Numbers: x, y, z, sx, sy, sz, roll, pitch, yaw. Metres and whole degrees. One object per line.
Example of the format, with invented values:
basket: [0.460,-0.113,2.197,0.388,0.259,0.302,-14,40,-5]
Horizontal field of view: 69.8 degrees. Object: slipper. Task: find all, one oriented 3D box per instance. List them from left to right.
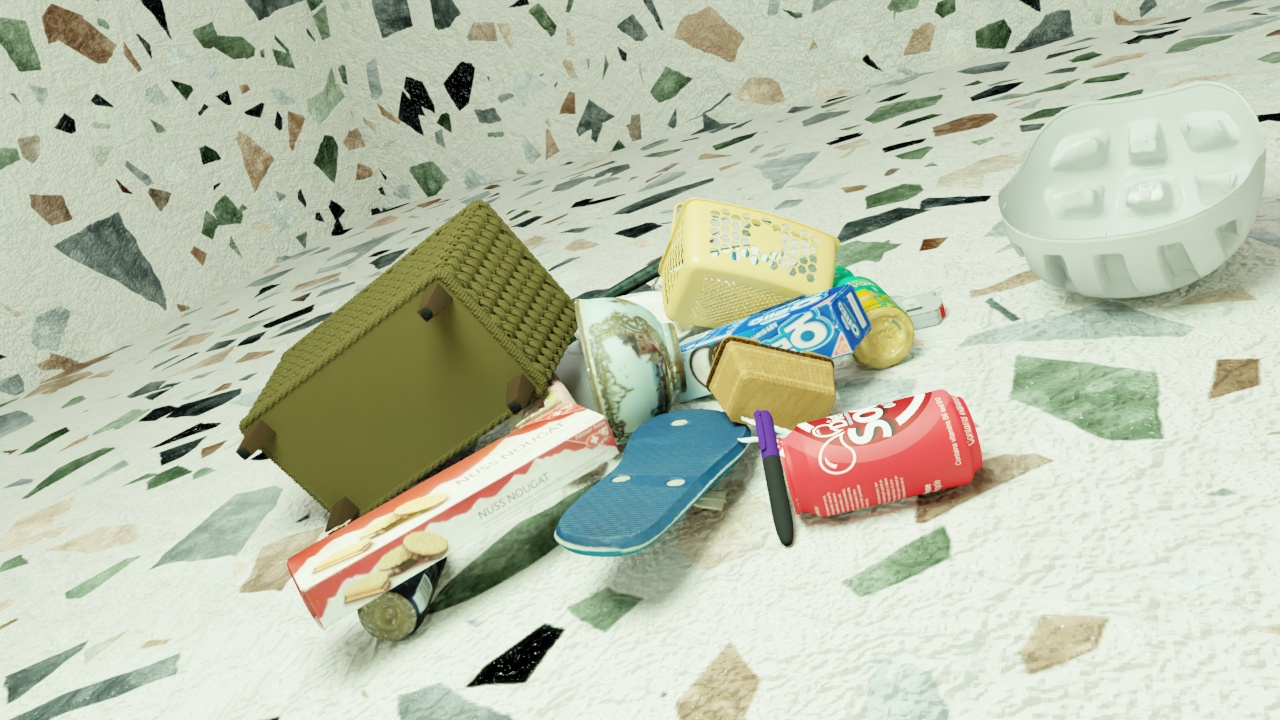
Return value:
slipper: [-0.099,0.067,0.955,0.081,0.093,0.197,-31,21,-4]
slipper: [0.023,0.108,0.776,0.118,0.060,0.294,-6,14,24]

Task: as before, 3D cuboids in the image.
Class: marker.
marker: [0.107,0.092,0.741,0.015,0.018,0.133,-35,38,27]

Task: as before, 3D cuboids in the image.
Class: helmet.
helmet: [0.478,-0.158,0.892,0.225,0.184,0.281,-11,14,34]

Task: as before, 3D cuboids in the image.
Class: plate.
plate: [-0.001,-0.044,1.077,0.157,0.014,0.156,-8,26,4]

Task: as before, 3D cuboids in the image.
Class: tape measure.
tape measure: [0.303,-0.055,1.014,0.060,0.020,0.062,-15,20,10]

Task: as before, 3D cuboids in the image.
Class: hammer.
hammer: [-0.062,-0.070,1.202,0.334,0.033,0.132,-28,-2,28]

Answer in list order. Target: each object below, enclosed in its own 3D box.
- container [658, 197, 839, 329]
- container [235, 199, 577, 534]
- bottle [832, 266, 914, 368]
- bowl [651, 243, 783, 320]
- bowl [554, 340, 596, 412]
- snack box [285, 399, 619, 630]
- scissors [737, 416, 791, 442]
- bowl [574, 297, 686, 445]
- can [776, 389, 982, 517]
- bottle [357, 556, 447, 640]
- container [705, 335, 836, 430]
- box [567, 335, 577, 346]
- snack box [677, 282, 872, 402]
container: [0.122,-0.114,1.044,0.183,0.129,0.166,14,47,-6]
container: [-0.243,0.019,0.952,0.322,0.176,0.204,-34,21,19]
bottle: [0.237,-0.058,1.008,0.068,0.068,0.209,-17,20,4]
bowl: [0.108,-0.090,1.199,0.177,0.071,0.177,-16,20,6]
bowl: [-0.052,0.007,1.094,0.132,0.064,0.131,-16,20,6]
snack box: [-0.150,0.116,0.750,0.272,0.044,0.077,-29,21,-22]
scissors: [0.148,0.063,0.804,0.134,0.015,0.103,13,29,22]
bowl: [-0.006,0.005,0.937,0.094,0.160,0.159,-12,20,-1]
can: [0.183,0.073,0.708,0.142,0.074,0.074,-15,20,9]
bottle: [-0.199,0.175,0.798,0.056,0.056,0.160,-16,20,7]
container: [0.125,0.027,0.845,0.114,0.063,0.061,12,30,-12]
box: [-0.131,-0.002,1.160,0.186,0.033,0.136,-27,-12,-23]
snack box: [0.122,-0.015,0.943,0.227,0.059,0.059,-19,13,41]
